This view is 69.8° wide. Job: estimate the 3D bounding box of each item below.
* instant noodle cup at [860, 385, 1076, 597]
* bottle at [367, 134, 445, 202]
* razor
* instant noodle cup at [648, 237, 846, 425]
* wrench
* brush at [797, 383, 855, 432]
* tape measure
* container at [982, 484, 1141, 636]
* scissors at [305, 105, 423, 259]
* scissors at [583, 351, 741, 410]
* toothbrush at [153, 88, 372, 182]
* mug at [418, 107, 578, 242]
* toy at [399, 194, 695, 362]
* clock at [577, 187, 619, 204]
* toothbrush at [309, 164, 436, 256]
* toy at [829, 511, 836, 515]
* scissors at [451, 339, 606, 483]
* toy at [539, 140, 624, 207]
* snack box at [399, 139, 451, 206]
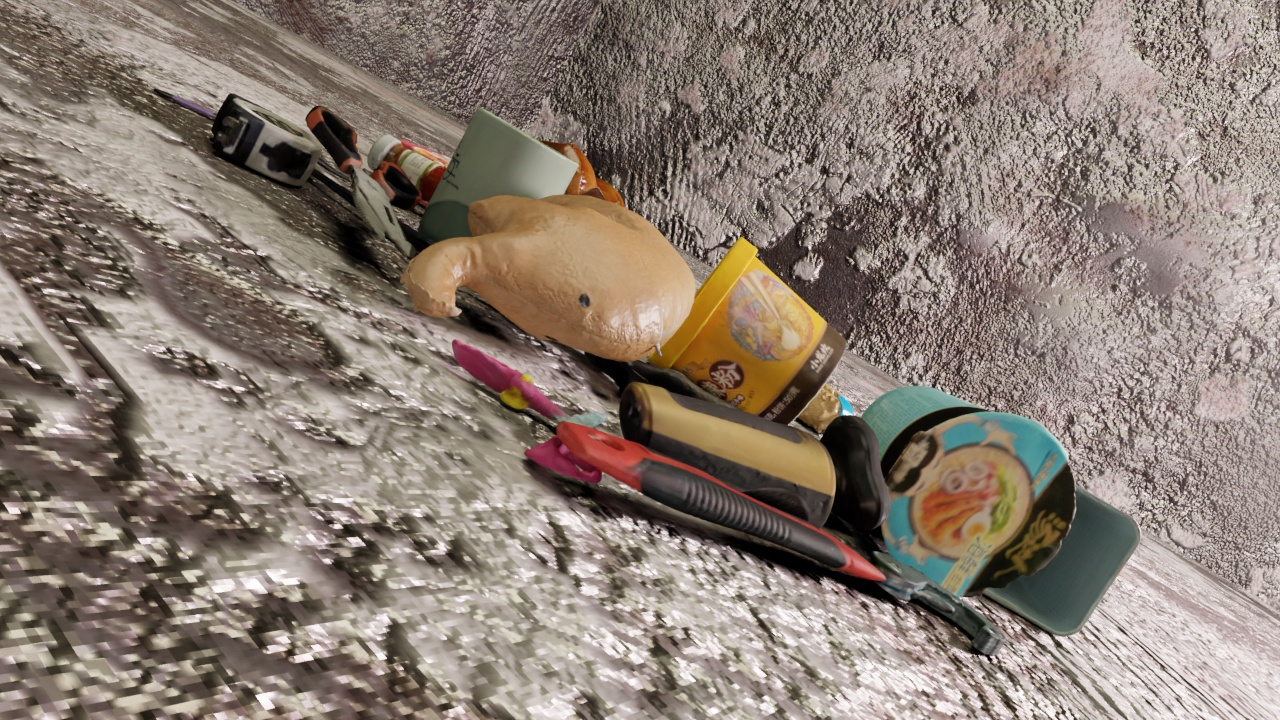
[{"bbox_3d":[0.183,0.066,0.561,0.111,0.111,0.120,28,12,-9],"label":"instant noodle cup"},{"bbox_3d":[-0.140,-0.129,0.783,0.206,0.060,0.059,31,10,6],"label":"bottle"},{"bbox_3d":[0.059,0.044,0.459,0.167,0.068,0.062,21,12,-34],"label":"razor"},{"bbox_3d":[0.085,-0.014,0.707,0.114,0.118,0.118,38,10,-2],"label":"instant noodle cup"},{"bbox_3d":[0.074,0.083,0.418,0.273,0.016,0.056,28,7,-29],"label":"wrench"},{"bbox_3d":[0.202,0.064,0.810,0.083,0.046,0.255,28,3,-33],"label":"brush"},{"bbox_3d":[-0.248,-0.145,0.611,0.066,0.033,0.065,26,13,-33],"label":"tape measure"},{"bbox_3d":[0.261,0.116,0.632,0.090,0.090,0.111,30,6,2],"label":"container"},{"bbox_3d":[-0.168,-0.109,0.598,0.205,0.015,0.198,45,7,15],"label":"scissors"},{"bbox_3d":[-0.005,0.006,0.593,0.220,0.022,0.227,26,11,-22],"label":"scissors"},{"bbox_3d":[-0.275,-0.169,0.711,0.188,0.017,0.014,21,13,-35],"label":"toothbrush"},{"bbox_3d":[-0.110,-0.120,0.675,0.082,0.106,0.111,24,12,-27],"label":"mug"},{"bbox_3d":[-0.042,-0.049,0.545,0.143,0.083,0.225,29,18,12],"label":"toy"},{"bbox_3d":[-0.065,-0.121,0.875,0.055,0.082,0.121,61,33,-3],"label":"clock"},{"bbox_3d":[-0.187,-0.103,0.637,0.181,0.015,0.018,34,2,26],"label":"toothbrush"},{"bbox_3d":[0.107,0.068,0.577,0.100,0.031,0.096,28,11,-45],"label":"toy"},{"bbox_3d":[-0.033,0.030,0.414,0.133,0.017,0.134,34,6,0],"label":"scissors"},{"bbox_3d":[-0.080,-0.164,1.021,0.131,0.140,0.199,-12,-13,26],"label":"toy"},{"bbox_3d":[-0.163,-0.154,0.878,0.127,0.044,0.113,33,10,14],"label":"snack box"}]
